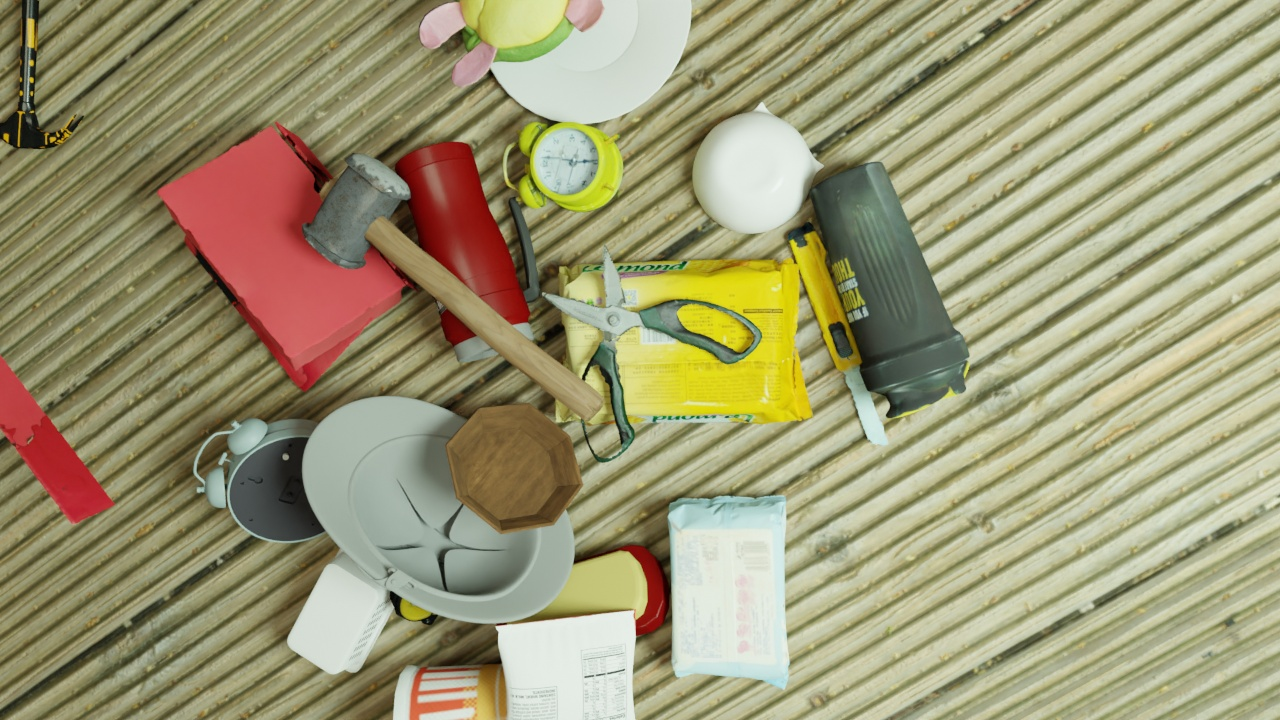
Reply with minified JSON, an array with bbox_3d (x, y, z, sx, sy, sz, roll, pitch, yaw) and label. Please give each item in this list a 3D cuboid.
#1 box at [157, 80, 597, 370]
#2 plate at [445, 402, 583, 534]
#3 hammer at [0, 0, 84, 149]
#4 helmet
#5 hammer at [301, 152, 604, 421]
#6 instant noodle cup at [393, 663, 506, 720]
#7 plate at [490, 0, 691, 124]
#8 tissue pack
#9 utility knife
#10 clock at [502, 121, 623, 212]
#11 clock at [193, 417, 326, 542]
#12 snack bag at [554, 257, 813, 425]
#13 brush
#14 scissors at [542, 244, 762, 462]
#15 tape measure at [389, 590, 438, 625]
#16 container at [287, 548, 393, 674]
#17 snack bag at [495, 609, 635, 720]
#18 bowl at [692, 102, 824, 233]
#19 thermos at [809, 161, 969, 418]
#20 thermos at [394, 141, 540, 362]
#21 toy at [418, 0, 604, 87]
[{"bbox_3d":[-0.258,-0.170,1.020,0.214,0.476,0.172,50,122,3],"label":"box"},{"bbox_3d":[-0.121,0.104,0.866,0.131,0.025,0.131,12,59,-20],"label":"plate"},{"bbox_3d":[-0.640,-0.385,0.968,0.123,0.036,0.321,9,97,7],"label":"hammer"},{"bbox_3d":[-0.201,0.159,0.890,0.271,0.118,0.182,33,54,-1],"label":"helmet"},{"bbox_3d":[-0.164,-0.056,0.821,0.328,0.052,0.098,40,103,9],"label":"hammer"},{"bbox_3d":[-0.162,0.354,0.900,0.121,0.123,0.123,-10,92,1],"label":"instant noodle cup"},{"bbox_3d":[-0.054,-0.334,0.889,0.209,0.015,0.208,1,93,9],"label":"plate"},{"bbox_3d":[0.084,0.220,0.875,0.112,0.070,0.182,-1,95,9],"label":"tissue pack"},{"bbox_3d":[0.191,-0.023,0.873,0.030,0.019,0.225,-21,93,18],"label":"utility knife"},{"bbox_3d":[-0.075,-0.186,0.881,0.119,0.057,0.083,2,94,15],"label":"clock"},{"bbox_3d":[-0.356,0.114,0.907,0.159,0.045,0.122,25,102,-33],"label":"clock"},{"bbox_3d":[0.036,-0.017,0.868,0.247,0.068,0.159,-2,92,9],"label":"snack bag"},{"bbox_3d":[-0.060,0.235,0.892,0.173,0.042,0.082,-18,57,9],"label":"brush"},{"bbox_3d":[-0.005,0.005,0.834,0.202,0.015,0.204,18,100,6],"label":"scissors"},{"bbox_3d":[-0.221,0.235,0.928,0.061,0.034,0.062,25,100,-39],"label":"tape measure"},{"bbox_3d":[-0.306,0.259,0.946,0.081,0.049,0.129,30,97,6],"label":"container"},{"bbox_3d":[-0.065,0.304,0.841,0.130,0.039,0.144,-3,101,-15],"label":"snack bag"},{"bbox_3d":[0.104,-0.178,0.856,0.115,0.050,0.114,0,93,9],"label":"bowl"},{"bbox_3d":[0.224,-0.064,0.829,0.098,0.098,0.220,-20,84,9],"label":"thermos"},{"bbox_3d":[-0.159,-0.106,0.890,0.108,0.084,0.198,-18,88,-18],"label":"thermos"},{"bbox_3d":[-0.096,-0.349,0.842,0.238,0.087,0.190,-40,68,4],"label":"toy"}]
